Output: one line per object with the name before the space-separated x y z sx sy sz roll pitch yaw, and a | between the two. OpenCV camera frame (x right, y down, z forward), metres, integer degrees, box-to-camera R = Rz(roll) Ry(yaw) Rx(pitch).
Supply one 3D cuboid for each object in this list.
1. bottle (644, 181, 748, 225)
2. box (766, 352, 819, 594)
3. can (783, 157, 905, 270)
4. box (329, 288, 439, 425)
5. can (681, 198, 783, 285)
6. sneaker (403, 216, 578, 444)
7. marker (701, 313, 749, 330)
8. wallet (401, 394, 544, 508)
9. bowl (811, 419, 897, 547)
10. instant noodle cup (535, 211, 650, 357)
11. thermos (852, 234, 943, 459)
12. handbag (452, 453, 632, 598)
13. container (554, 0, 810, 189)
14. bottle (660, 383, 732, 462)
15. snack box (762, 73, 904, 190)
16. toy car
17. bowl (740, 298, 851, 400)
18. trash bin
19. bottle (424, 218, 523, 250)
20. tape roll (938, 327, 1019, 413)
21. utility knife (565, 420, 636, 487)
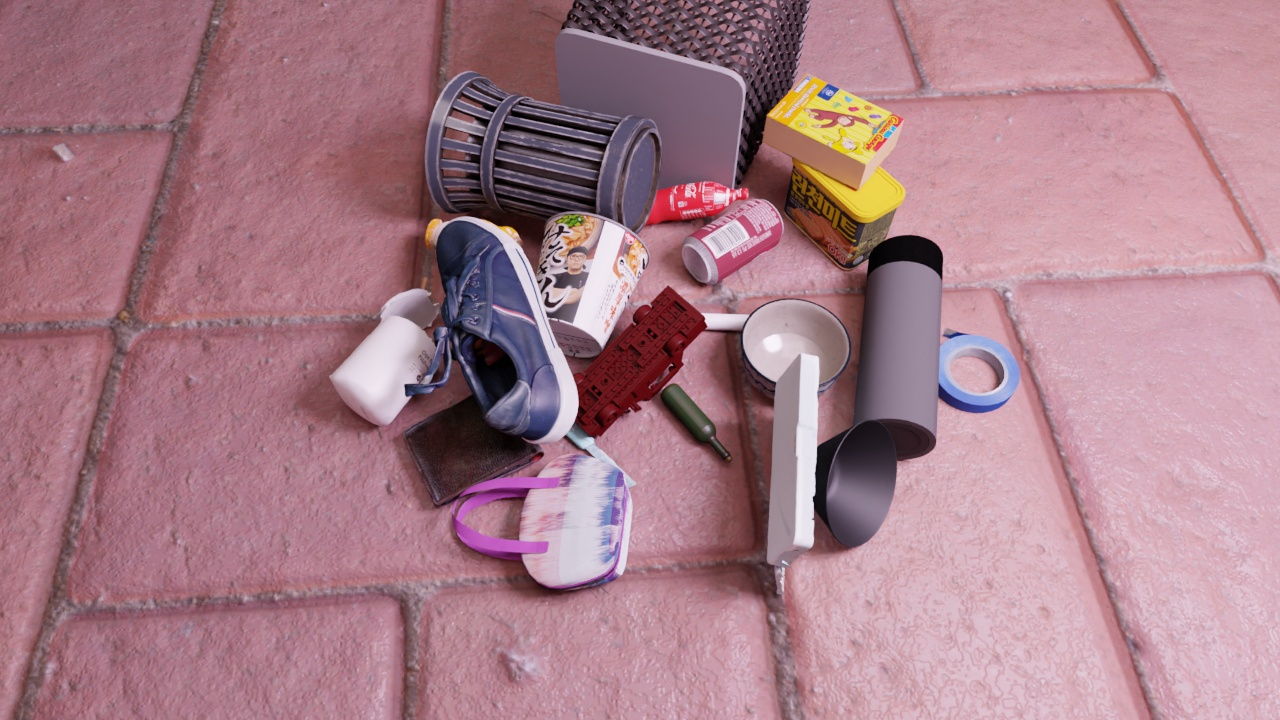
bottle | 0.058 -0.190 1.095 0.142 0.042 0.041 -5 55 18
box | 0.139 0.106 0.868 0.043 0.136 0.196 9 57 1
can | 0.234 -0.186 1.079 0.072 0.101 0.130 -30 62 -19
box | -0.259 -0.012 0.975 0.092 0.081 0.160 20 57 26
can | 0.107 -0.139 1.069 0.114 0.063 0.063 -33 63 -20
sneaker | -0.174 -0.042 0.929 0.127 0.121 0.294 15 38 -47
marker | 0.099 -0.042 1.034 0.141 0.020 0.020 2 57 1
wallet | -0.173 0.087 0.943 0.119 0.031 0.099 -27 59 -14
bowl | 0.196 0.115 0.898 0.053 0.124 0.123 9 50 45
instant noodle cup | -0.065 -0.076 1.003 0.124 0.124 0.121 14 67 8
thermos | 0.278 -0.019 0.983 0.082 0.082 0.239 10 58 6
handbag | -0.097 0.154 0.885 0.170 0.068 0.144 2 56 8
container | 0.051 -0.367 1.113 0.247 0.246 0.243 18 62 11
bottle | 0.060 0.067 0.959 0.025 0.025 0.106 -32 63 -19
snack box | 0.217 -0.260 1.040 0.126 0.040 0.088 32 62 18
toy car | -0.006 0.005 0.972 0.169 0.062 0.070 -46 67 -3
bowl | 0.162 -0.003 0.985 0.115 0.059 0.115 0 57 -1
trash bin | -0.103 -0.226 1.049 0.227 0.164 0.163 15 58 15
bottle | -0.194 -0.134 1.063 0.109 0.063 0.063 17 58 10
tape roll | 0.364 0.014 1.002 0.091 0.016 0.092 20 59 11
utility knife | -0.066 0.077 0.959 0.168 0.015 0.022 41 79 20
